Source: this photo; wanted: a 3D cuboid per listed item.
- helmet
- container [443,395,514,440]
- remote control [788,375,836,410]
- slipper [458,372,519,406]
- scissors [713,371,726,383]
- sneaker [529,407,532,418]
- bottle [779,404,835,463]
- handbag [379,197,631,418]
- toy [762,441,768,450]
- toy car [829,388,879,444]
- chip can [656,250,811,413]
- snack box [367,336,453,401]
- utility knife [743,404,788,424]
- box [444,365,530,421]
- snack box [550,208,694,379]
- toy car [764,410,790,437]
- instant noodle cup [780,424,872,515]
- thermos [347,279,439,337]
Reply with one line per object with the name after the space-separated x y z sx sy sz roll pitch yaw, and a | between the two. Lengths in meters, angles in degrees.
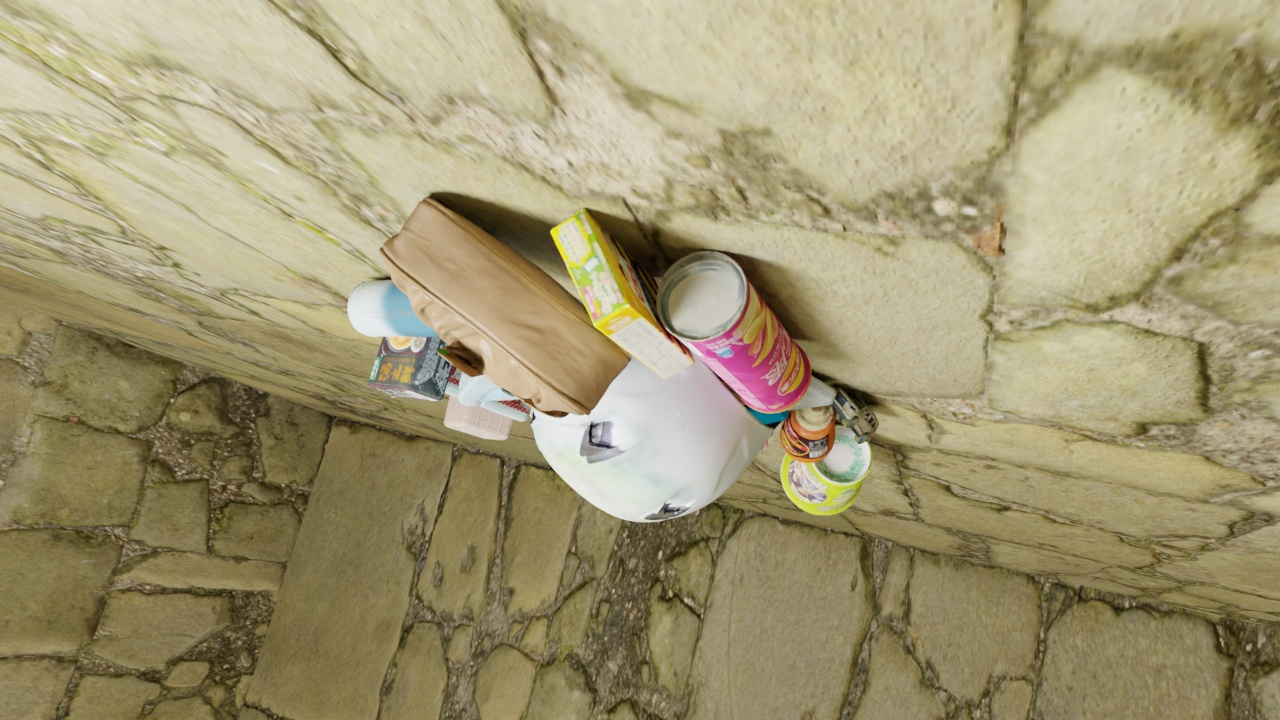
-0.014 0.075 0.909 0.259 0.145 0.229 -6 132 50 | helmet
-0.231 0.055 1.359 0.089 0.110 0.090 22 166 -31 | container
0.157 0.033 0.990 0.056 0.020 0.136 31 165 -12 | remote control
-0.133 -0.010 0.970 0.074 0.104 0.246 18 162 -20 | slipper
0.081 0.024 1.005 0.083 0.017 0.138 0 167 -32 | scissors
-0.059 0.073 1.274 0.242 0.089 0.090 7 -178 16 | sneaker
0.198 0.073 1.064 0.067 0.066 0.149 12 161 10 | bottle
-0.108 -0.032 0.721 0.204 0.099 0.148 39 177 4 | handbag
0.083 0.072 1.140 0.159 0.054 0.121 31 168 -6 | toy
0.227 0.057 0.983 0.042 0.035 0.090 53 -171 36 | toy car
0.082 -0.017 0.741 0.071 0.071 0.210 9 167 25 | chip can
-0.261 -0.013 1.065 0.126 0.113 0.053 3 163 44 | snack box
0.105 0.066 1.041 0.034 0.018 0.160 36 148 -27 | utility knife
-0.235 0.022 1.213 0.095 0.101 0.201 -30 142 32 | box
-0.010 -0.045 0.683 0.034 0.087 0.140 -31 154 13 | snack box
0.153 0.064 1.114 0.034 0.043 0.090 46 -173 24 | toy car
0.250 0.138 1.202 0.112 0.111 0.123 14 161 3 | instant noodle cup
-0.225 -0.055 0.946 0.070 0.070 0.221 24 165 -41 | thermos
